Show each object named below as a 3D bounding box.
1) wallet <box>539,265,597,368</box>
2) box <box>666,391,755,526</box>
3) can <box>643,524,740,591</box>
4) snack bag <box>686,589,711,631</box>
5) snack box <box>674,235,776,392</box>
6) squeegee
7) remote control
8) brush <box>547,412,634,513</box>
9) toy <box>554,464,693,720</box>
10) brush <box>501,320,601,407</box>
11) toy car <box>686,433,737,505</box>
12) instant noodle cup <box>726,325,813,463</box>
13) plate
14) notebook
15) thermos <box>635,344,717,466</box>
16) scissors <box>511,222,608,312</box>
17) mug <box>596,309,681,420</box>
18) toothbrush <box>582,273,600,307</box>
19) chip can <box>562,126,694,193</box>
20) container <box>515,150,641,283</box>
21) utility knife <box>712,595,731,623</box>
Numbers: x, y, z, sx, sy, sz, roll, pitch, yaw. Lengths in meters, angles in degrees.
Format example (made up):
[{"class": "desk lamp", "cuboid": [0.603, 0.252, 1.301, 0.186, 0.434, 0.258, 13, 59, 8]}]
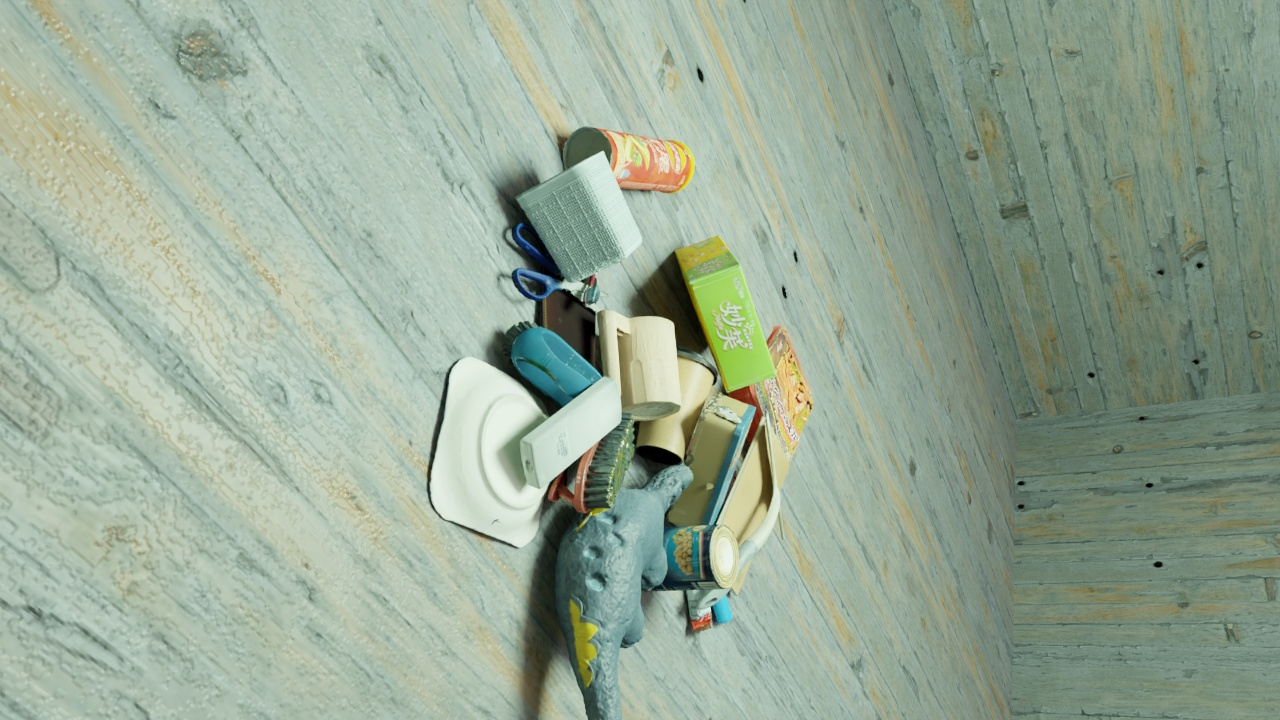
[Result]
[{"class": "wallet", "cuboid": [-0.082, -0.052, 1.034, 0.096, 0.020, 0.122, 28, 56, -53]}, {"class": "box", "cuboid": [0.087, 0.136, 1.148, 0.089, 0.059, 0.185, -44, 151, -62]}, {"class": "can", "cuboid": [0.054, 0.233, 1.084, 0.075, 0.111, 0.075, 24, 61, -55]}, {"class": "snack bag", "cuboid": [0.074, 0.298, 1.184, 0.045, 0.026, 0.105, 1, 80, -50]}, {"class": "snack box", "cuboid": [0.110, -0.068, 1.225, 0.210, 0.070, 0.158, -100, 170, -72]}, {"class": "squeegee", "cuboid": [0.144, 0.237, 1.212, 0.245, 0.039, 0.247, -50, 140, -39]}, {"class": "remote control", "cuboid": [-0.067, 0.069, 0.911, 0.134, 0.019, 0.056, -39, 134, -41]}, {"class": "brush", "cuboid": [-0.051, 0.108, 0.967, 0.145, 0.069, 0.063, -67, 158, -60]}, {"class": "toy", "cuboid": [-0.023, 0.213, 0.969, 0.138, 0.092, 0.355, 45, 38, -16]}, {"class": "brush", "cuboid": [-0.081, 0.015, 0.953, 0.055, 0.073, 0.144, -50, 134, -4]}, {"class": "toy car", "cuboid": [0.100, 0.149, 1.241, 0.122, 0.056, 0.037, 65, 30, -24]}, {"class": "instant noodle cup", "cuboid": [0.198, 0.053, 1.412, 0.188, 0.079, 0.164, -53, 126, -50]}, {"class": "plate", "cuboid": [-0.131, 0.089, 0.894, 0.164, 0.034, 0.163, 36, 52, -50]}, {"class": "notebook", "cuboid": [0.152, 0.203, 1.263, 0.211, 0.012, 0.149, -63, 147, -23]}, {"class": "thermos", "cuboid": [0.040, 0.054, 1.145, 0.093, 0.093, 0.143, 44, 55, -45]}, {"class": "scissors", "cuboid": [-0.088, -0.096, 1.015, 0.169, 0.012, 0.147, -29, 99, -60]}, {"class": "mug", "cuboid": [-0.006, 0.006, 1.064, 0.124, 0.084, 0.103, 24, 54, -55]}, {"class": "toothbrush", "cuboid": [-0.047, -0.121, 1.079, 0.016, 0.017, 0.187, 52, 28, -30]}, {"class": "chip can", "cuboid": [-0.011, -0.250, 1.159, 0.216, 0.073, 0.073, -15, 95, -59]}, {"class": "container", "cuboid": [-0.061, -0.154, 0.998, 0.111, 0.090, 0.089, 62, 22, -12]}, {"class": "utility knife", "cuboid": [0.091, 0.278, 1.227, 0.034, 0.018, 0.166, -46, 121, -69]}]
